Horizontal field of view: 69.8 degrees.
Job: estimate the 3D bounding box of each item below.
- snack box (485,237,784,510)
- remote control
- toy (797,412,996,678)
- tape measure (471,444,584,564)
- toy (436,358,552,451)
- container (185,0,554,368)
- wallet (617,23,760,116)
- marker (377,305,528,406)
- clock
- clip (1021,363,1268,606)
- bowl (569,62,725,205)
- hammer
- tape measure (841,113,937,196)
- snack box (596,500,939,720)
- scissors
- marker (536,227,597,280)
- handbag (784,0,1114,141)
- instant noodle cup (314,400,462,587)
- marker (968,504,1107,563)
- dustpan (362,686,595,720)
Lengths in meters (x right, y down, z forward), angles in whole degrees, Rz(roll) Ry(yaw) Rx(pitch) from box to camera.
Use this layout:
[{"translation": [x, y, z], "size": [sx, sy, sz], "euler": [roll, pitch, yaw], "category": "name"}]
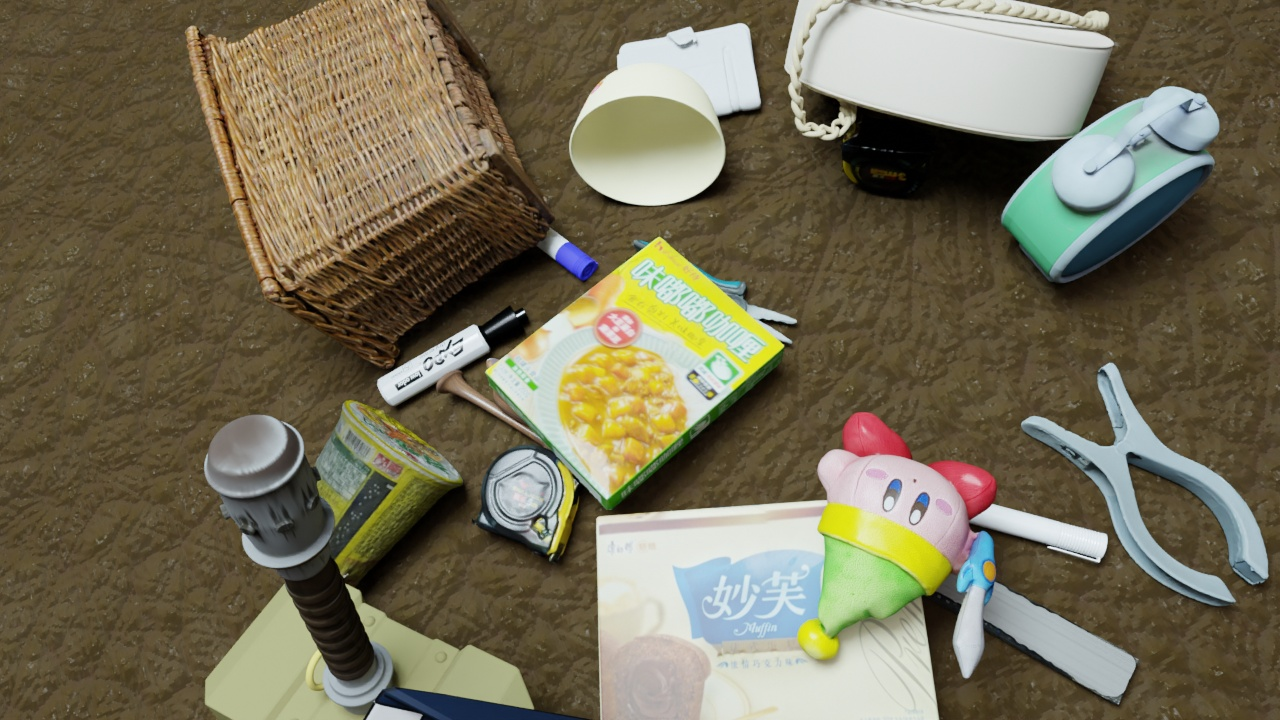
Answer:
[{"translation": [-0.004, 0.004, 0.650], "size": [0.167, 0.027, 0.132], "euler": [-40, 67, -16], "category": "snack box"}, {"translation": [0.246, 0.169, 0.590], "size": [0.136, 0.013, 0.033], "euler": [29, 78, 16], "category": "remote control"}, {"translation": [0.149, 0.114, 0.543], "size": [0.124, 0.097, 0.131], "euler": [29, 56, 11], "category": "toy"}, {"translation": [-0.078, 0.098, 0.656], "size": [0.071, 0.042, 0.072], "euler": [19, 78, 16], "category": "tape measure"}, {"translation": [-0.096, 0.025, 0.686], "size": [0.102, 0.041, 0.055], "euler": [31, 100, 10], "category": "toy"}, {"translation": [-0.193, -0.158, 0.695], "size": [0.183, 0.162, 0.249], "euler": [-28, 68, 6], "category": "container"}, {"translation": [0.040, -0.237, 0.764], "size": [0.116, 0.032, 0.086], "euler": [-12, 71, 5], "category": "wallet"}, {"translation": [-0.144, -0.005, 0.713], "size": [0.126, 0.025, 0.025], "euler": [-30, 68, -2], "category": "marker"}, {"translation": [0.310, -0.122, 0.606], "size": [0.122, 0.162, 0.075], "euler": [-31, 69, -4], "category": "clock"}, {"translation": [0.346, 0.074, 0.601], "size": [0.108, 0.028, 0.163], "euler": [-36, 69, -6], "category": "clip"}, {"translation": [0.007, -0.187, 0.712], "size": [0.118, 0.118, 0.073], "euler": [-2, 59, 9], "category": "bowl"}, {"translation": [-0.163, 0.143, 0.493], "size": [0.190, 0.326, 0.100], "euler": [20, 50, 16], "category": "hammer"}, {"translation": [0.187, -0.154, 0.691], "size": [0.067, 0.063, 0.038], "euler": [13, 73, 15], "category": "tape measure"}, {"translation": [0.076, 0.173, 0.594], "size": [0.207, 0.055, 0.153], "euler": [-5, 69, 7], "category": "snack box"}, {"translation": [0.041, -0.048, 0.701], "size": [0.149, 0.019, 0.122], "euler": [-13, 64, -1], "category": "scissors"}, {"translation": [-0.093, -0.112, 0.748], "size": [0.141, 0.020, 0.020], "euler": [38, 80, 20], "category": "marker"}, {"translation": [0.213, -0.213, 0.654], "size": [0.211, 0.103, 0.208], "euler": [19, 30, 15], "category": "handbag"}, {"translation": [-0.198, 0.099, 0.652], "size": [0.102, 0.102, 0.108], "euler": [36, 88, 19], "category": "instant noodle cup"}, {"translation": [0.238, 0.107, 0.611], "size": [0.134, 0.017, 0.020], "euler": [14, 74, 14], "category": "marker"}, {"translation": [-0.064, 0.317, 0.500], "size": [0.236, 0.273, 0.080], "euler": [-59, 35, 9], "category": "dustpan"}]
